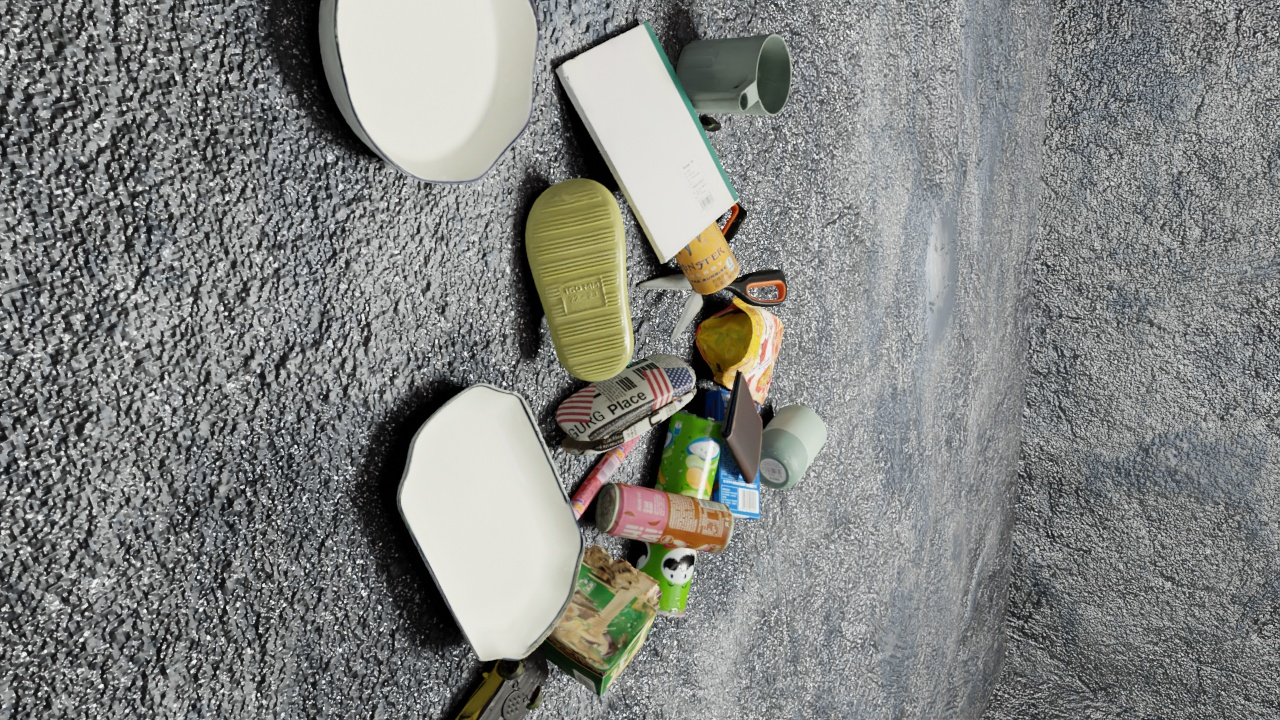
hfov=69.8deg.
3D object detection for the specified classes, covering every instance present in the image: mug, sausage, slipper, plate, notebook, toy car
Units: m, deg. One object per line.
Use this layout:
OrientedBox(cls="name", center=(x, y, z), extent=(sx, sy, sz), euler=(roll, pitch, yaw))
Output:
OrientedBox(cls="mug", center=(0.092, -0.302, 0.997), extent=(0.123, 0.103, 0.084), euler=(-45, 134, -39))
OrientedBox(cls="sausage", center=(-0.043, 0.123, 0.991), extent=(0.155, 0.020, 0.020), euler=(-51, 137, -36))
OrientedBox(cls="slipper", center=(-0.056, -0.076, 0.875), extent=(0.081, 0.091, 0.190), euler=(-113, -166, -78))
OrientedBox(cls="plate", center=(-0.135, 0.147, 0.824), extent=(0.161, 0.034, 0.266), euler=(-45, 127, -39))
OrientedBox(cls="mug", center=(0.203, 0.134, 1.317), extent=(0.106, 0.082, 0.112), euler=(-45, 165, -41))
OrientedBox(cls="plate", center=(-0.158, -0.237, 0.695), extent=(0.204, 0.046, 0.205), euler=(-22, 116, -53))
OrientedBox(cls="notebook", center=(0.015, -0.221, 0.917), extent=(0.150, 0.012, 0.209), euler=(-43, 110, -40))
OrientedBox(cls="toy car", center=(-0.142, 0.342, 0.881), extent=(0.155, 0.041, 0.071), euler=(-52, 138, -32))

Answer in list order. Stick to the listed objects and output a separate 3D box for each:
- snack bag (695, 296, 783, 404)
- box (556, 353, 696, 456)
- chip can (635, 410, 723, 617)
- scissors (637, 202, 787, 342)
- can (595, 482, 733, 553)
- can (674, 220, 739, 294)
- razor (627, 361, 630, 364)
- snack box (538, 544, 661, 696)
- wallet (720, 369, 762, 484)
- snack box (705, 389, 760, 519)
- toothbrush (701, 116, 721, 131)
OrientedBox(cls="snack bag", center=(0.142, -0.014, 1.202), extent=(0.207, 0.073, 0.128), euler=(19, 82, -64))
OrientedBox(cls="box", center=(-0.012, 0.038, 0.943), extent=(0.163, 0.074, 0.079), euler=(-25, 114, -30))
OrientedBox(cls="chip can", center=(0.044, 0.179, 1.090), extent=(0.072, 0.072, 0.236), euler=(23, 79, -56))
OrientedBox(cls="scissors", center=(0.087, -0.107, 1.084), extent=(0.220, 0.022, 0.223), euler=(13, 67, -31))
OrientedBox(cls="can", center=(0.028, 0.174, 1.011), extent=(0.147, 0.058, 0.058), euler=(14, 86, -22))
OrientedBox(cls="can", center=(0.052, -0.144, 0.996), extent=(0.058, 0.058, 0.146), euler=(-53, 124, -34))
OrientedBox(cls="razor", center=(-0.006, 0.006, 1.005), extent=(0.132, 0.028, 0.043), euler=(47, 27, -52))
OrientedBox(cls="snack box", center=(-0.049, 0.275, 0.942), extent=(0.117, 0.118, 0.106), euler=(-42, 148, -38))
OrientedBox(cls="wallet", center=(0.127, 0.083, 1.124), extent=(0.122, 0.020, 0.096), euler=(61, 35, -51))
OrientedBox(cls="snack box", center=(0.118, 0.121, 1.175), extent=(0.084, 0.026, 0.157), euler=(17, 69, -45))
OrientedBox(cls="toothbrush", center=(0.032, -0.251, 0.995), extent=(0.026, 0.027, 0.212), euler=(-46, 167, 36))
